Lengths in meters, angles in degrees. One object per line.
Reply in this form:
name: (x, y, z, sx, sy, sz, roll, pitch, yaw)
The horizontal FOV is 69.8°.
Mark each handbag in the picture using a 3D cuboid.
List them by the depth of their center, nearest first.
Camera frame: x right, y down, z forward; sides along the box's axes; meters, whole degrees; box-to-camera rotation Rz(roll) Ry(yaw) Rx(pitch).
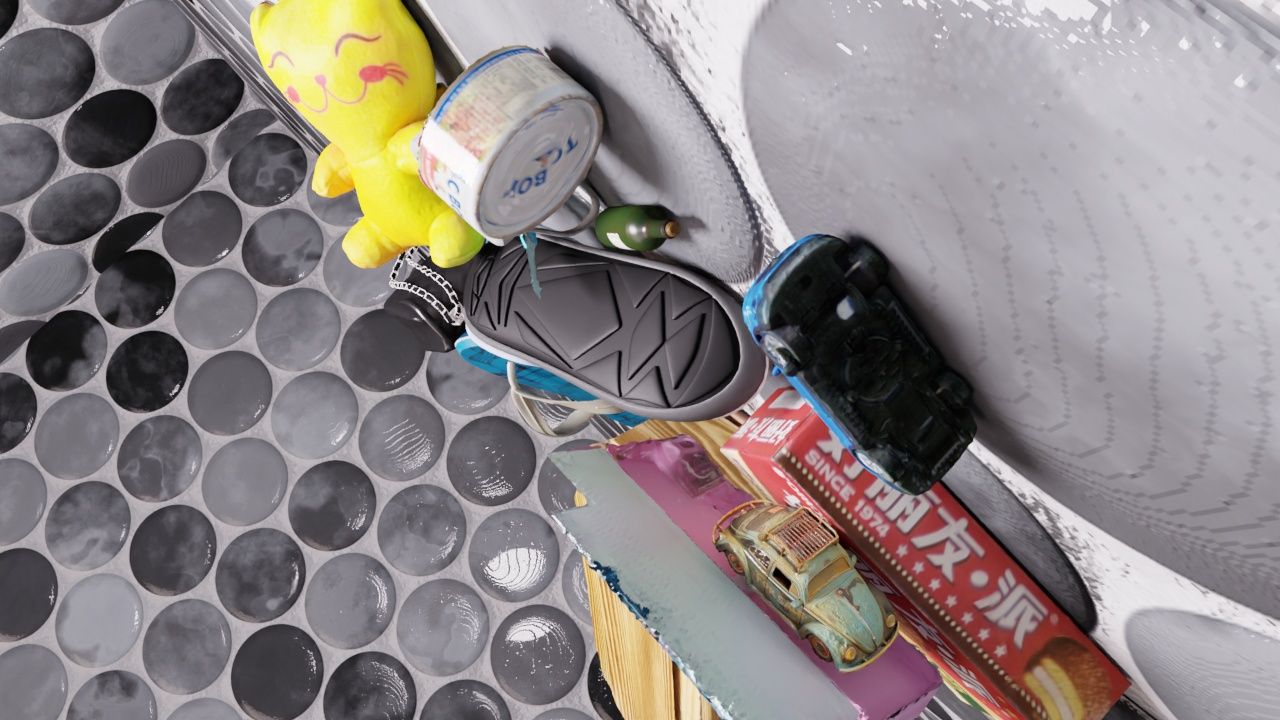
handbag: (-0.178, -0.092, 0.893, 0.115, 0.153, 0.125, 52, 165, -25)

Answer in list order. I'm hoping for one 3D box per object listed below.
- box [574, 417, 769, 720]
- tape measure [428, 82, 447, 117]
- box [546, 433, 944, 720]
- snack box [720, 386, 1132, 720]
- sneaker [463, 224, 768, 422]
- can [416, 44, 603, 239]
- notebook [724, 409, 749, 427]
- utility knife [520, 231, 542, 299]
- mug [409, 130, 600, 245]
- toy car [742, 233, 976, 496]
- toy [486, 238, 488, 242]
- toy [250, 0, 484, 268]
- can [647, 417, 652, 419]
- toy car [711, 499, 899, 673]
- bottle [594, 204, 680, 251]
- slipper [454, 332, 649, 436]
box: (0.051, 0.212, 0.752, 0.247, 0.175, 0.280, 36, 141, 43)
tape measure: (-0.137, -0.171, 0.688, 0.068, 0.030, 0.059, 49, 171, -13)
box: (0.041, 0.124, 0.518, 0.159, 0.035, 0.230, -1, -146, -46)
snack box: (0.158, 0.116, 0.538, 0.236, 0.060, 0.113, 46, 171, -5)
sneaker: (0.006, -0.014, 0.621, 0.257, 0.093, 0.160, 21, -179, 41)
can: (-0.061, -0.104, 0.441, 0.043, 0.086, 0.086, 43, 172, 16)
notebook: (0.081, 0.060, 0.838, 0.209, 0.008, 0.141, 37, 169, 44)
utility knife: (-0.074, -0.088, 0.602, 0.022, 0.015, 0.168, 57, -168, -41)
mug: (-0.075, -0.109, 0.546, 0.113, 0.070, 0.084, 52, 170, -33)
toy car: (0.084, 0.004, 0.361, 0.120, 0.056, 0.043, 47, 173, -27)
toy: (-0.117, -0.079, 0.822, 0.070, 0.103, 0.090, -4, -126, -49)
toy: (-0.167, -0.159, 0.616, 0.135, 0.087, 0.194, -2, 122, 35)
can: (-0.005, 0.005, 0.787, 0.064, 0.064, 0.127, 49, 172, -26)
toy car: (0.085, 0.107, 0.480, 0.112, 0.047, 0.047, 42, 150, 33)
bottle: (0.000, -0.073, 0.504, 0.025, 0.025, 0.106, 48, 172, -19)
slipper: (-0.053, 0.038, 0.906, 0.118, 0.060, 0.294, -15, 152, 35)
